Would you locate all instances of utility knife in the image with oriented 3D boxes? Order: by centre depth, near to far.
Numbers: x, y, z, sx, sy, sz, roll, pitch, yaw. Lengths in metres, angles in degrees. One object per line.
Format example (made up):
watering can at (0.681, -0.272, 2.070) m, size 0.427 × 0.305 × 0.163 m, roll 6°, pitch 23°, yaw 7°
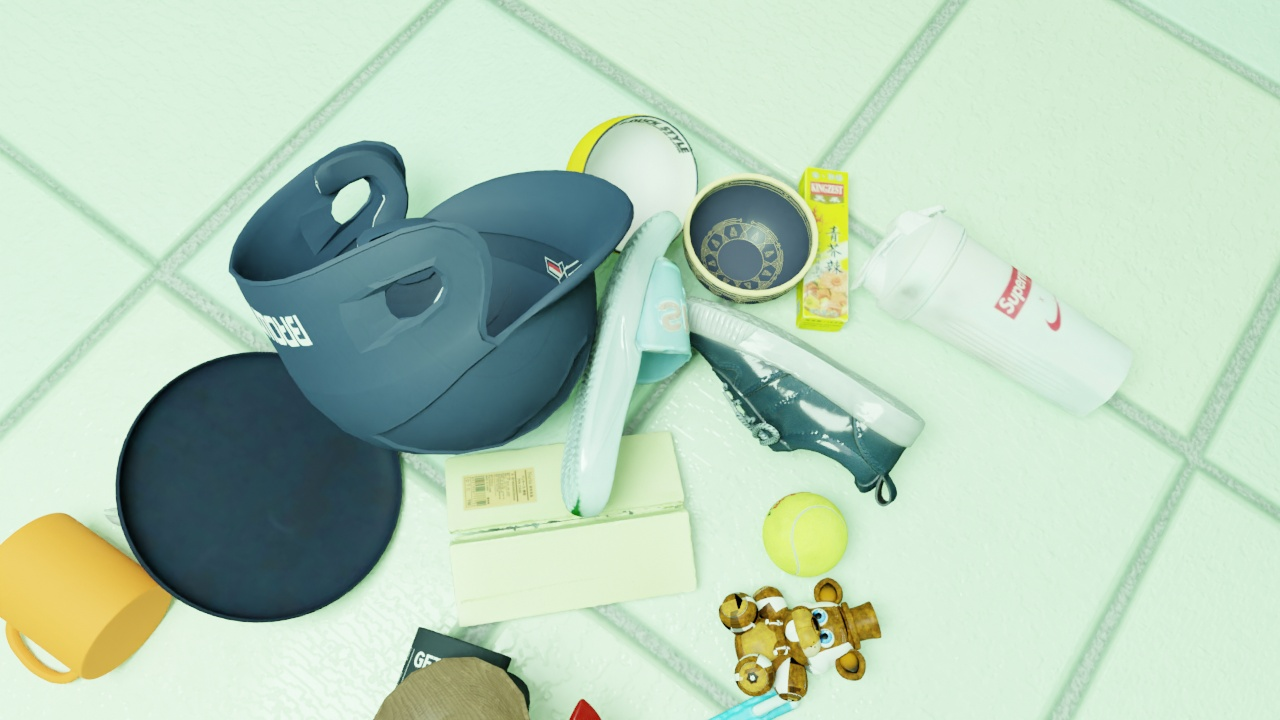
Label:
utility knife at (0.063, 0.272, 0.687) m, size 0.123 × 0.015 × 0.022 m, roll -21°, pitch 61°, yaw -8°

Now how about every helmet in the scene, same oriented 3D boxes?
helmet at (-0.125, -0.049, 0.671) m, size 0.272 × 0.223 × 0.232 m, roll -36°, pitch 37°, yaw -8°

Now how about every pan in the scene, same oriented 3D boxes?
pan at (-0.251, 0.026, 0.715) m, size 0.198 × 0.021 × 0.355 m, roll 33°, pitch 56°, yaw -23°

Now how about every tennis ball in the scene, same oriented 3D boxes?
tennis ball at (0.127, 0.135, 0.710) m, size 0.065 × 0.065 × 0.065 m, roll 1°, pitch 71°, yaw -4°

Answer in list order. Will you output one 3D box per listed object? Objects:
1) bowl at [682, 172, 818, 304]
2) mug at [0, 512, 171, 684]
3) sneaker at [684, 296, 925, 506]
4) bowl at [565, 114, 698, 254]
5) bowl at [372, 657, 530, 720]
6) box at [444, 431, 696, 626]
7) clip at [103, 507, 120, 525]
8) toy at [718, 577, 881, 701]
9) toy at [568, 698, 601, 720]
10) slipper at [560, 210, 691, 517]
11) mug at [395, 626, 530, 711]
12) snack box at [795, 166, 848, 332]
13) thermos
bowl at (0.090, -0.096, 0.787) m, size 0.112 × 0.061 × 0.112 m, roll 1°, pitch 71°, yaw -4°
mug at (-0.411, 0.181, 0.657) m, size 0.096 × 0.077 × 0.113 m, roll 32°, pitch 100°, yaw 7°
sneaker at (0.112, 0.027, 0.739) m, size 0.235 × 0.089 × 0.087 m, roll 33°, pitch 103°, yaw 22°
bowl at (-0.016, -0.150, 0.785) m, size 0.117 × 0.068 × 0.117 m, roll -10°, pitch 109°, yaw -31°
bowl at (-0.119, 0.250, 0.580) m, size 0.118 × 0.030 × 0.117 m, roll -10°, pitch 52°, yaw 13°
box at (-0.056, 0.126, 0.714) m, size 0.187 × 0.047 × 0.140 m, roll -5°, pitch 69°, yaw -6°
clip at (-0.360, 0.127, 0.686) m, size 0.054 × 0.102 × 0.040 m, roll 29°, pitch 68°, yaw -41°
toy at (0.122, 0.206, 0.687) m, size 0.112 × 0.067 × 0.087 m, roll -16°, pitch 58°, yaw 4°
toy at (-0.059, 0.343, 0.598) m, size 0.196 × 0.121 × 0.158 m, roll -51°, pitch 119°, yaw -27°
slipper at (-0.004, 0.004, 0.708) m, size 0.074 × 0.104 × 0.245 m, roll 17°, pitch 73°, yaw -10°
mug at (-0.124, 0.240, 0.643) m, size 0.105 × 0.071 × 0.077 m, roll 6°, pitch 68°, yaw 32°
snack box at (0.161, -0.099, 0.810) m, size 0.040 × 0.029 × 0.147 m, roll 6°, pitch 71°, yaw -3°
thermos at (0.295, -0.043, 0.772) m, size 0.220 × 0.099 × 0.099 m, roll 32°, pitch 72°, yaw 2°
